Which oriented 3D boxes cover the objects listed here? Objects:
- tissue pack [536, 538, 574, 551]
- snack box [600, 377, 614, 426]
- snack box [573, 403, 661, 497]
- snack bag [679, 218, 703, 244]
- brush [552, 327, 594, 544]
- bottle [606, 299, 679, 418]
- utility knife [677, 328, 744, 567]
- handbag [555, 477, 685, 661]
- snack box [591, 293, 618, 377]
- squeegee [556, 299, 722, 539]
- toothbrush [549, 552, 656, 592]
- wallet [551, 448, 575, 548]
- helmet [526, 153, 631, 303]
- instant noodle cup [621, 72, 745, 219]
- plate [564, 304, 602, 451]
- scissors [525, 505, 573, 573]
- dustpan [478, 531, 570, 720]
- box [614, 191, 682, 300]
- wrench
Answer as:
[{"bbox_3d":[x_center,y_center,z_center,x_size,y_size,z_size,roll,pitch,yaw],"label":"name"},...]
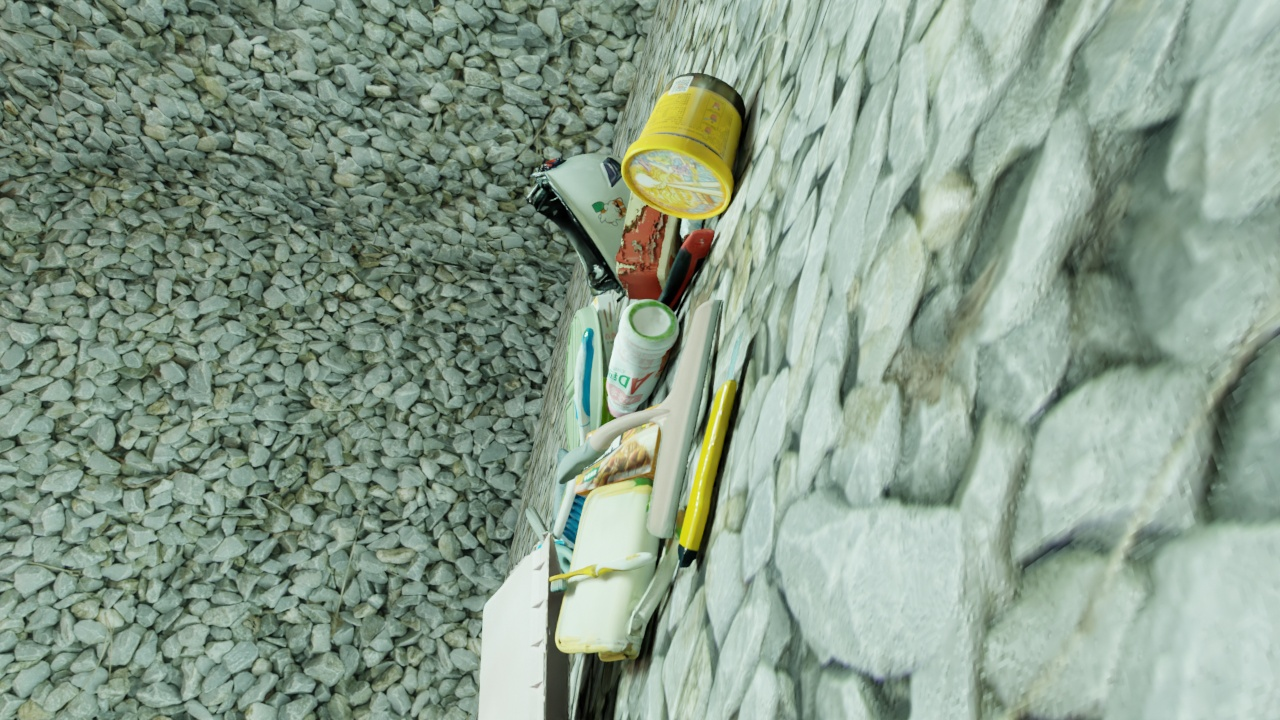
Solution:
[{"bbox_3d":[-0.116,0.312,1.245,0.090,0.063,0.140,169,102,-81],"label":"tissue pack"},{"bbox_3d":[-0.054,0.107,1.273,0.086,0.026,0.156,132,139,-75],"label":"snack box"},{"bbox_3d":[-0.016,0.100,0.977,0.154,0.026,0.075,-26,47,53],"label":"snack box"},{"bbox_3d":[0.063,-0.175,1.087,0.048,0.026,0.104,88,-168,-71],"label":"snack bag"},{"bbox_3d":[-0.053,0.106,1.093,0.060,0.109,0.315,-79,7,-58],"label":"brush"},{"bbox_3d":[-0.007,0.006,1.112,0.197,0.068,0.068,111,170,-56],"label":"bottle"},{"bbox_3d":[0.059,0.070,0.730,0.033,0.015,0.195,180,105,-78],"label":"utility knife"},{"bbox_3d":[-0.005,0.194,0.850,0.179,0.063,0.163,-29,45,58],"label":"handbag"},{"bbox_3d":[-0.046,-0.014,1.345,0.085,0.027,0.156,150,111,-79],"label":"snack box"},{"bbox_3d":[-0.029,0.080,0.896,0.250,0.040,0.247,-34,35,50],"label":"squeegee"},{"bbox_3d":[-0.038,0.194,0.832,0.192,0.016,0.018,-30,54,53],"label":"toothbrush"},{"bbox_3d":[-0.089,0.188,1.228,0.097,0.019,0.121,20,106,58],"label":"wallet"},{"bbox_3d":[-0.046,-0.215,1.366,0.156,0.230,0.274,-36,7,-9],"label":"helmet"},{"bbox_3d":[0.053,-0.230,0.972,0.119,0.118,0.114,124,166,-67],"label":"instant noodle cup"},{"bbox_3d":[-0.082,0.036,1.283,0.230,0.027,0.230,180,91,-79],"label":"plate"},{"bbox_3d":[-0.104,0.265,1.156,0.185,0.019,0.132,43,141,39],"label":"scissors"},{"bbox_3d":[-0.089,0.332,1.012,0.274,0.138,0.222,-41,43,53],"label":"dustpan"},{"bbox_3d":[0.013,-0.161,1.122,0.091,0.080,0.168,64,-146,-64],"label":"box"},{"bbox_3d":[0.028,-0.070,1.080,0.274,0.056,0.016,123,136,-54],"label":"wrench"}]
